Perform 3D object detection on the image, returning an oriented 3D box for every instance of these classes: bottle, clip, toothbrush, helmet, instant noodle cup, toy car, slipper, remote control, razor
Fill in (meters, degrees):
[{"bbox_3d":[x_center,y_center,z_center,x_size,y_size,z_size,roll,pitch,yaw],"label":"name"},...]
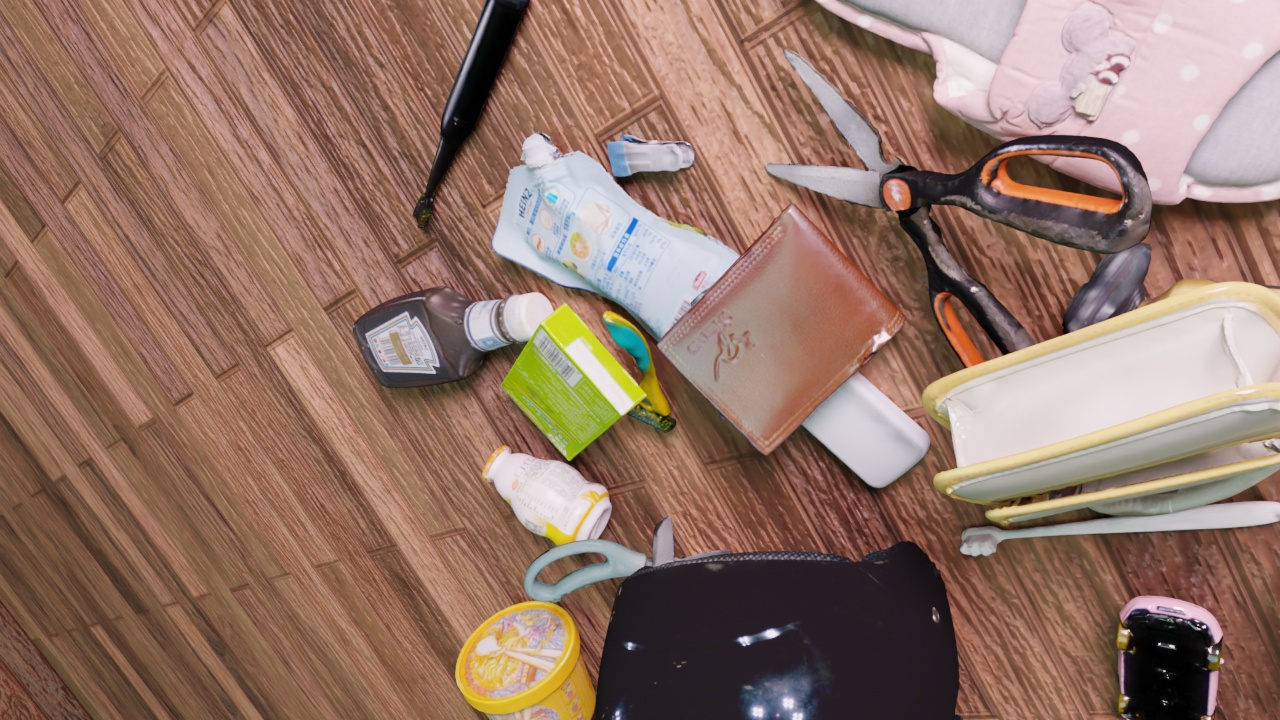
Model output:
[{"bbox_3d":[-0.152,-0.022,0.747,0.195,0.043,0.080,-9,112,37],"label":"bottle"},{"bbox_3d":[0.007,-0.132,0.588,0.058,0.036,0.026,8,120,34],"label":"clip"},{"bbox_3d":[-0.127,-0.172,0.648,0.213,0.026,0.027,-54,44,42],"label":"toothbrush"},{"bbox_3d":[0.089,0.243,0.610,0.234,0.229,0.275,-13,125,31],"label":"helmet"},{"bbox_3d":[-0.099,0.311,0.873,0.119,0.118,0.114,1,126,34],"label":"instant noodle cup"},{"bbox_3d":[0.320,0.185,0.556,0.056,0.037,0.122,7,133,34],"label":"toy car"},{"bbox_3d":[0.187,-0.157,0.422,0.274,0.054,0.114,34,131,14],"label":"slipper"},{"bbox_3d":[0.124,0.024,0.600,0.136,0.020,0.056,42,133,6],"label":"remote control"},{"bbox_3d":[0.277,0.101,0.545,0.181,0.016,0.016,-16,119,39],"label":"toothbrush"},{"bbox_3d":[-0.079,0.112,0.765,0.108,0.063,0.063,30,130,16],"label":"bottle"},{"bbox_3d":[0.295,-0.022,0.440,0.168,0.062,0.067,6,89,26],"label":"razor"},{"bbox_3d":[-0.004,0.004,0.644,0.043,0.028,0.133,27,156,30],"label":"razor"}]

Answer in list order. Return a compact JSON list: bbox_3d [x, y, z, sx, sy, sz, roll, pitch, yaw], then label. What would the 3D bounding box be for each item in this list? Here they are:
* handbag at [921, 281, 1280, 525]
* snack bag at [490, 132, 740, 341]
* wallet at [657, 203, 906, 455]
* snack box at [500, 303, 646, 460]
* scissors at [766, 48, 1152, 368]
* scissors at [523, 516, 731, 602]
[{"bbox_3d":[0.250,0.047,0.450,0.178,0.063,0.164,26,145,-34],"label":"handbag"},{"bbox_3d":[-0.016,-0.072,0.624,0.191,0.038,0.111,34,142,11],"label":"snack bag"},{"bbox_3d":[0.084,-0.018,0.561,0.101,0.032,0.125,43,107,-2],"label":"wallet"},{"bbox_3d":[-0.055,0.022,0.682,0.086,0.026,0.157,48,155,2],"label":"snack box"},{"bbox_3d":[0.151,-0.071,0.474,0.221,0.021,0.228,1,118,58],"label":"scissors"},{"bbox_3d":[-0.002,0.199,0.755,0.171,0.019,0.170,-12,120,6],"label":"scissors"}]
